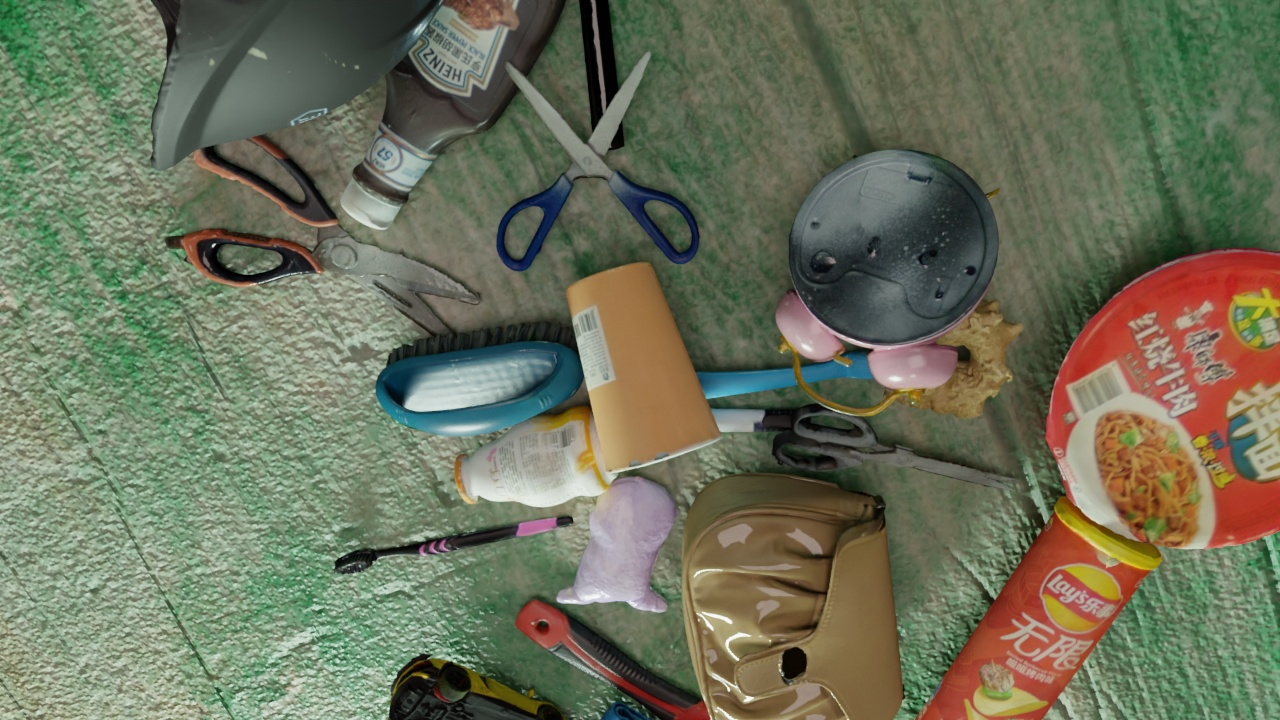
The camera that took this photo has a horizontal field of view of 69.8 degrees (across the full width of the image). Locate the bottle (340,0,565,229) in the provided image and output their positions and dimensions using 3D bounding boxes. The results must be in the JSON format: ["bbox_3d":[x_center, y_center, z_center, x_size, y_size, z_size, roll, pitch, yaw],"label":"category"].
[{"bbox_3d":[-0.125,-0.169,0.570,0.080,0.044,0.195,36,108,-5],"label":"bottle"}]

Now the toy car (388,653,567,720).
[{"bbox_3d":[-0.121,0.280,0.714,0.155,0.041,0.071,30,108,-21],"label":"toy car"}]

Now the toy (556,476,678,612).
[{"bbox_3d":[-0.009,0.133,0.661,0.084,0.039,0.108,11,104,-14],"label":"toy"}]

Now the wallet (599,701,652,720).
[{"bbox_3d":[-0.015,0.341,0.725,0.106,0.040,0.133,33,104,-12],"label":"wallet"}]

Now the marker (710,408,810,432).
[{"bbox_3d":[0.052,0.041,0.635,0.131,0.022,0.018,0,81,4],"label":"marker"}]

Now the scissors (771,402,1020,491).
[{"bbox_3d":[0.178,0.061,0.616,0.175,0.014,0.137,-8,138,17],"label":"scissors"}]

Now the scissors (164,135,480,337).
[{"bbox_3d":[-0.222,-0.075,0.624,0.216,0.015,0.196,-15,106,9],"label":"scissors"}]

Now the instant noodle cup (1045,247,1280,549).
[{"bbox_3d":[0.347,0.020,0.579,0.194,0.065,0.194,1,108,3],"label":"instant noodle cup"}]

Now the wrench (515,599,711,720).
[{"bbox_3d":[0.024,0.262,0.711,0.273,0.016,0.056,30,108,-5],"label":"wrench"}]

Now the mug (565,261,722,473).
[{"bbox_3d":[-0.003,0.003,0.590,0.078,0.078,0.122,-19,88,10],"label":"mug"}]

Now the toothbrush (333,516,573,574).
[{"bbox_3d":[-0.142,0.138,0.685,0.189,0.017,0.014,-12,108,7],"label":"toothbrush"}]

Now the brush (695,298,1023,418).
[{"bbox_3d":[0.120,0.007,0.608,0.255,0.045,0.083,-6,111,12],"label":"brush"}]

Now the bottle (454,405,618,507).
[{"bbox_3d":[-0.072,0.070,0.632,0.108,0.063,0.063,-14,106,9],"label":"bottle"}]

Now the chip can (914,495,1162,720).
[{"bbox_3d":[0.270,0.201,0.642,0.073,0.073,0.217,23,109,-3],"label":"chip can"}]

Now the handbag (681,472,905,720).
[{"bbox_3d":[0.104,0.181,0.634,0.148,0.099,0.205,-10,110,4],"label":"handbag"}]

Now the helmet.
[{"bbox_3d":[-0.199,-0.237,0.455,0.229,0.233,0.275,-9,106,-24],"label":"helmet"}]

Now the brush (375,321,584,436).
[{"bbox_3d":[-0.108,0.017,0.610,0.144,0.073,0.055,-7,132,9],"label":"brush"}]

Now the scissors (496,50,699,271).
[{"bbox_3d":[-0.028,-0.114,0.579,0.162,0.012,0.173,28,121,-14],"label":"scissors"}]

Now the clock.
[{"bbox_3d":[0.144,-0.044,0.551,0.117,0.059,0.158,21,87,21],"label":"clock"}]

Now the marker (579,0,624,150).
[{"bbox_3d":[-0.027,-0.196,0.563,0.020,0.022,0.132,8,112,38],"label":"marker"}]
